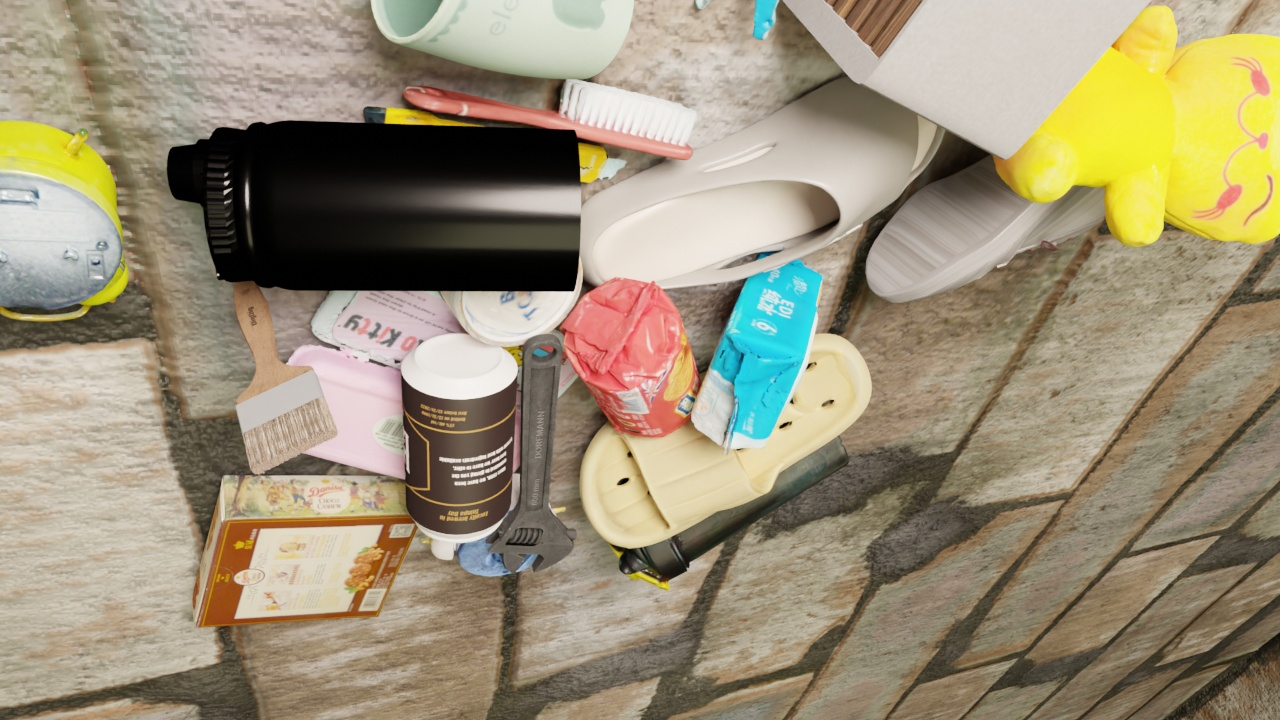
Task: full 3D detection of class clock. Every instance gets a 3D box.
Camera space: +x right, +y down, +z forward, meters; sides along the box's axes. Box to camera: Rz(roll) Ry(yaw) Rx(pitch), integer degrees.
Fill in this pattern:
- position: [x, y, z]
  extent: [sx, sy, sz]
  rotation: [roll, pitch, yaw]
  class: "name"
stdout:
- position: [-0.301, -0.060, 0.452]
  extent: [0.083, 0.057, 0.119]
  rotation: [-2, 135, -27]
  class: "clock"
- position: [-0.125, 0.135, 0.762]
  extent: [0.125, 0.052, 0.089]
  rotation: [18, 125, -39]
  class: "clock"

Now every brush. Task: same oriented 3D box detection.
- position: [-0.044, -0.142, 0.512]
  extent: [0.172, 0.041, 0.030]
  rotation: [4, 116, -27]
  class: "brush"
- position: [-0.204, -0.001, 0.499]
  extent: [0.045, 0.143, 0.008]
  rotation: [-28, 143, -10]
  class: "brush"

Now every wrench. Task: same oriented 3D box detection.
- position: [-0.076, 0.080, 0.672]
  extent: [0.073, 0.018, 0.274]
  rotation: [-7, 138, -16]
  class: "wrench"

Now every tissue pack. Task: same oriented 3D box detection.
- position: [0.086, -0.006, 0.653]
  extent: [0.062, 0.144, 0.093]
  rotation: [23, 130, 5]
  class: "tissue pack"

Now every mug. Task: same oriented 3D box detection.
- position: [-0.056, -0.189, 0.424]
  extent: [0.103, 0.084, 0.111]
  rotation: [2, 106, -43]
  class: "mug"

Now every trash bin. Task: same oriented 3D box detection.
- position: [0.196, -0.238, 0.454]
  extent: [0.114, 0.114, 0.229]
  rotation: [14, 127, -32]
  class: "trash bin"

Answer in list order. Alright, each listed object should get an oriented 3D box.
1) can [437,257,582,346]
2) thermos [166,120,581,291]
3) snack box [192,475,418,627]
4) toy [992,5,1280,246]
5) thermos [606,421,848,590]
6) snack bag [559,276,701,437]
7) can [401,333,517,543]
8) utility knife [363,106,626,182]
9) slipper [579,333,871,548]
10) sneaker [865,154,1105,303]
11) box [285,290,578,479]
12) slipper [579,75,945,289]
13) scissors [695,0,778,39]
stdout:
- position: [-0.082, -0.054, 0.572]
  extent: [0.086, 0.043, 0.086]
  rotation: [-19, 133, -22]
  class: "can"
- position: [-0.134, -0.079, 0.476]
  extent: [0.198, 0.086, 0.086]
  rotation: [0, 136, -9]
  class: "thermos"
- position: [-0.261, 0.150, 0.718]
  extent: [0.146, 0.041, 0.143]
  rotation: [5, 132, -31]
  class: "snack box"
- position: [0.301, -0.133, 0.550]
  extent: [0.193, 0.087, 0.134]
  rotation: [2, 93, -16]
  class: "toy"
- position: [0.071, 0.115, 0.809]
  extent: [0.221, 0.098, 0.098]
  rotation: [-29, 141, -1]
  class: "thermos"
- position: [-0.004, 0.004, 0.636]
  extent: [0.082, 0.082, 0.176]
  rotation: [-25, 161, 0]
  class: "snack bag"
- position: [-0.119, 0.051, 0.601]
  extent: [0.071, 0.072, 0.129]
  rotation: [-6, 124, -21]
  class: "can"
- position: [-0.080, -0.123, 0.530]
  extent: [0.158, 0.017, 0.031]
  rotation: [0, 145, -31]
  class: "utility knife"
- position: [0.071, 0.059, 0.727]
  extent: [0.261, 0.111, 0.079]
  rotation: [-27, -178, -6]
  class: "slipper"
- position: [0.276, -0.108, 0.660]
  extent: [0.236, 0.099, 0.089]
  rotation: [-39, 127, 13]
  class: "sneaker"
- position: [-0.142, 0.019, 0.636]
  extent: [0.201, 0.037, 0.153]
  rotation: [24, 114, -43]
  class: "box"
- position: [0.087, -0.097, 0.590]
  extent: [0.265, 0.080, 0.113]
  rotation: [-20, 137, -5]
  class: "slipper"
- position: [0.063, -0.231, 0.463]
  extent: [0.117, 0.013, 0.140]
  rotation: [41, 135, -17]
  class: "scissors"
